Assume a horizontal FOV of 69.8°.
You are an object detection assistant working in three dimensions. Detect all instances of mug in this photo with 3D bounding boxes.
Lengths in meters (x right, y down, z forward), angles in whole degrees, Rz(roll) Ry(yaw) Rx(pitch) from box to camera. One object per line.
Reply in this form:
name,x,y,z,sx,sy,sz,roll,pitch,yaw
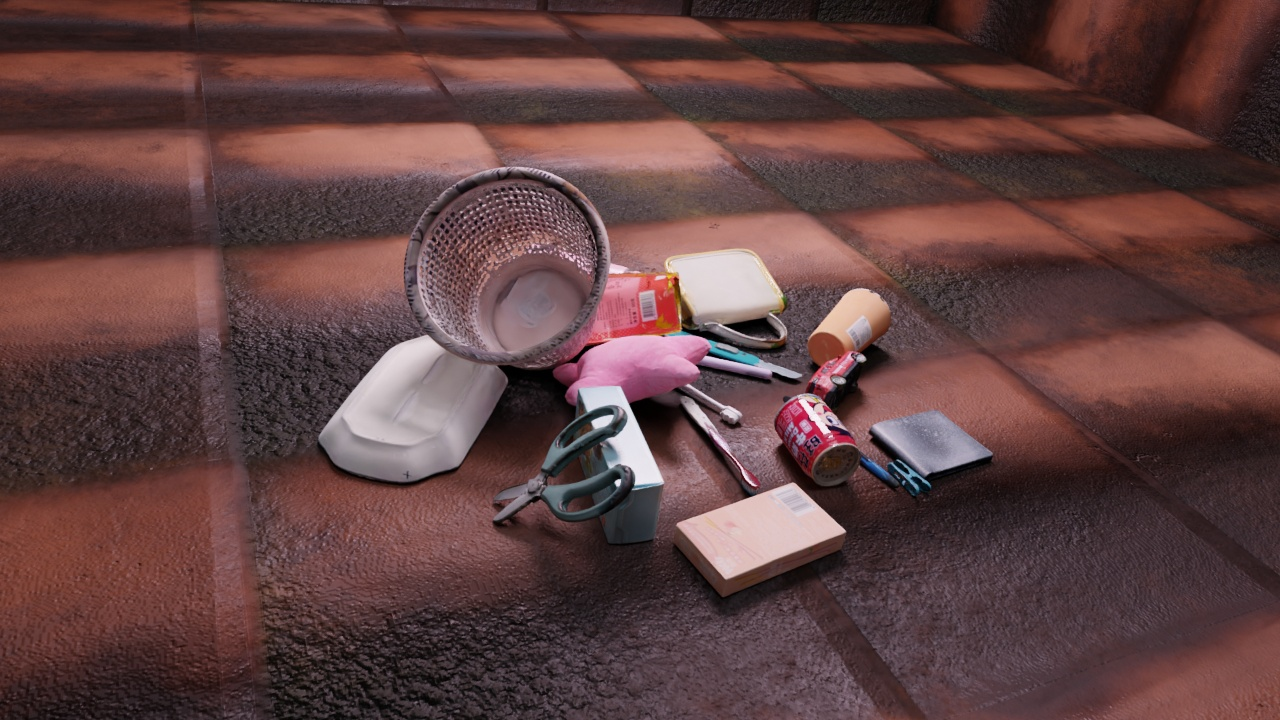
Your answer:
mug,0.283,-0.039,1.256,0.078,0.078,0.122,26,41,25

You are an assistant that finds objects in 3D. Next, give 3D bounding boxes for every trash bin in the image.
trash bin,-0.137,-0.082,1.073,0.227,0.192,0.227,-1,75,5

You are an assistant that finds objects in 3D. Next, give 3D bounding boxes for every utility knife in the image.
utility knife,0.116,-0.013,1.228,0.209,0.013,0.029,20,34,18

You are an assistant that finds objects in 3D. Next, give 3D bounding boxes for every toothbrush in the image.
toothbrush,0.236,0.094,1.089,0.016,0.014,0.189,10,23,-46
toothbrush,0.051,0.032,1.141,0.180,0.016,0.016,31,44,31
toothbrush,0.079,-0.003,1.201,0.189,0.029,0.021,14,73,6
toothbrush,0.088,0.094,1.053,0.016,0.017,0.187,-10,34,-22

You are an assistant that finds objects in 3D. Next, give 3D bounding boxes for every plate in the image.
plate,-0.251,0.041,1.039,0.162,0.034,0.265,12,32,6

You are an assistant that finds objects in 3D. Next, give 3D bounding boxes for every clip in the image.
clip,0.302,0.133,1.041,0.048,0.015,0.057,-12,36,-26

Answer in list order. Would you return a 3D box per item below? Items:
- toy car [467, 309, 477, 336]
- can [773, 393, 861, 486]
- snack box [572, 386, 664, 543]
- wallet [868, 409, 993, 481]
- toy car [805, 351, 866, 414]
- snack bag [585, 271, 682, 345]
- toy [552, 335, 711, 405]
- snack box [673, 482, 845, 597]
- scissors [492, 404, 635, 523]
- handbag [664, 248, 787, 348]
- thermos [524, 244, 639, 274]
toy car,-0.194,-0.061,1.215,0.049,0.031,0.105,14,35,3
can,0.200,0.090,1.035,0.066,0.067,0.093,-4,35,-19
snack box,-0.027,0.104,0.953,0.051,0.074,0.174,-2,33,-17
wallet,0.349,0.101,1.101,0.120,0.019,0.097,-10,39,-29
toy car,0.247,0.025,1.160,0.045,0.053,0.120,28,36,24
snack bag,-0.050,-0.068,1.199,0.208,0.073,0.128,-6,53,5
toy,-0.007,0.006,1.101,0.194,0.075,0.178,-13,16,-7
snack box,0.120,0.176,0.918,0.157,0.026,0.084,-13,38,-30
scissors,-0.071,0.121,0.884,0.177,0.019,0.169,-38,38,-1
handbag,0.125,-0.075,1.300,0.163,0.063,0.178,-10,51,-26
thermos,-0.071,-0.103,1.283,0.199,0.067,0.087,17,41,11
